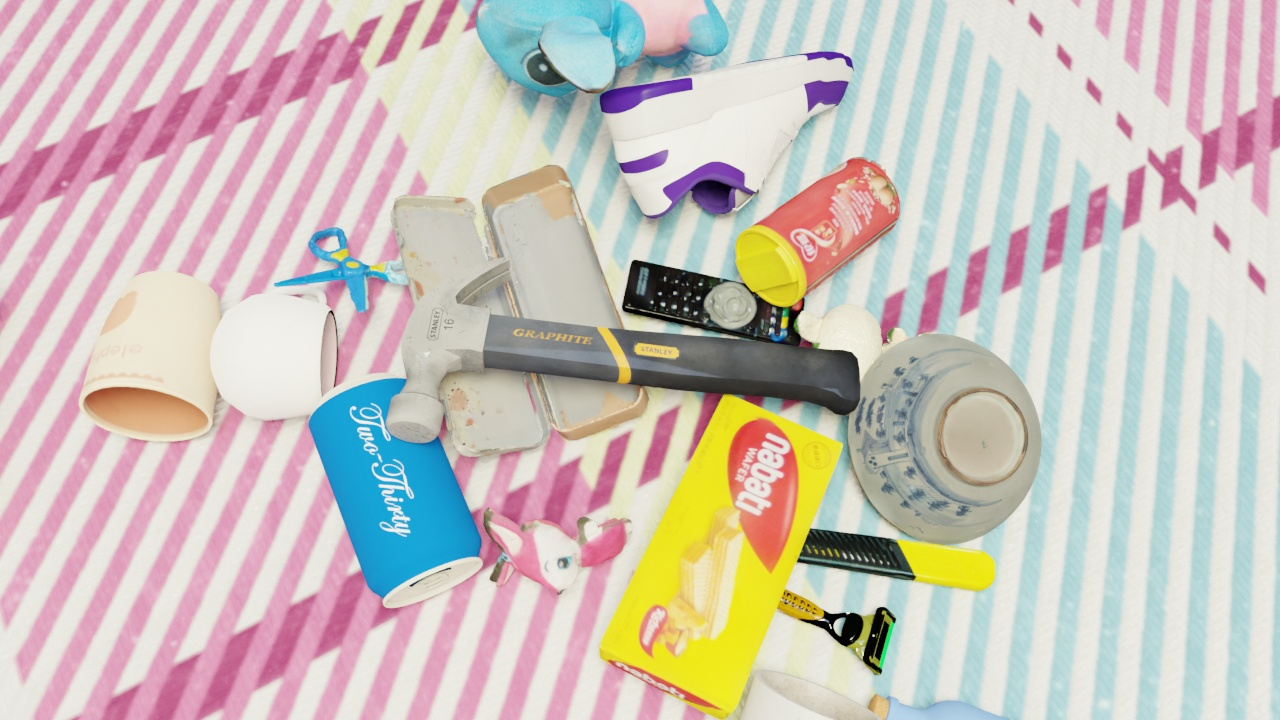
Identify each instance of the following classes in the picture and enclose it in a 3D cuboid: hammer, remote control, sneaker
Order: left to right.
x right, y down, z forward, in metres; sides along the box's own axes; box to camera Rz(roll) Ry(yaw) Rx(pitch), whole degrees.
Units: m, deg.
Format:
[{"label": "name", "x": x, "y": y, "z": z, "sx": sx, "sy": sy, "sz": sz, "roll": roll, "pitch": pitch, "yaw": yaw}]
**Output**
[{"label": "hammer", "x": -0.004, "y": 0.004, "z": 0.629, "sx": 0.312, "sy": 0.035, "sz": 0.139, "roll": 7, "pitch": 59, "yaw": -3}, {"label": "remote control", "x": 0.057, "y": -0.043, "z": 0.715, "sx": 0.140, "sy": 0.021, "sz": 0.045, "roll": 12, "pitch": 66, "yaw": -1}, {"label": "sneaker", "x": 0.083, "y": -0.178, "z": 0.731, "sx": 0.243, "sy": 0.092, "sz": 0.111, "roll": -21, "pitch": 111, "yaw": -30}]

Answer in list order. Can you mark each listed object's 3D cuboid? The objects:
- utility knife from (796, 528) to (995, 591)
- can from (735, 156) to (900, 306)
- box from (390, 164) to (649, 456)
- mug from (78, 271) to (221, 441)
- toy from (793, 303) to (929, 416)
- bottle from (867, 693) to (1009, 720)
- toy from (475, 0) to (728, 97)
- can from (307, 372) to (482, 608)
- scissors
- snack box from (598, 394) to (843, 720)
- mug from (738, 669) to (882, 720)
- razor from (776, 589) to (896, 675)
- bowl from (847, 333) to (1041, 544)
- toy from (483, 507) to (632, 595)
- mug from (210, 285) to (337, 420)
[{"label": "utility knife", "x": 0.132, "y": 0.132, "z": 0.648, "sx": 0.234, "sy": 0.020, "sz": 0.028, "roll": 9, "pitch": 63, "yaw": 1}, {"label": "can", "x": 0.137, "y": -0.099, "z": 0.705, "sx": 0.124, "sy": 0.067, "sz": 0.066, "roll": -36, "pitch": 73, "yaw": -23}, {"label": "box", "x": -0.093, "y": -0.040, "z": 0.688, "sx": 0.156, "sy": 0.071, "sz": 0.216, "roll": -11, "pitch": 69, "yaw": -24}, {"label": "mug", "x": -0.356, "y": -0.002, "z": 0.663, "sx": 0.112, "sy": 0.085, "sz": 0.104, "roll": -18, "pitch": 57, "yaw": 23}, {"label": "toy", "x": 0.160, "y": -0.001, "z": 0.684, "sx": 0.112, "sy": 0.050, "sz": 0.087, "roll": 2, "pitch": 72, "yaw": -15}, {"label": "bottle", "x": 0.211, "y": 0.247, "z": 0.589, "sx": 0.131, "sy": 0.048, "sz": 0.048, "roll": 20, "pitch": 69, "yaw": 6}, {"label": "toy", "x": -0.029, "y": -0.256, "z": 0.716, "sx": 0.191, "sy": 0.099, "sz": 0.224, "roll": -8, "pitch": 24, "yaw": -19}, {"label": "can", "x": -0.167, "y": 0.086, "z": 0.626, "sx": 0.079, "sy": 0.079, "sz": 0.146, "roll": -24, "pitch": 71, "yaw": -10}, {"label": "scissors", "x": -0.213, "y": -0.068, "z": 0.698, "sx": 0.130, "sy": 0.014, "sz": 0.125, "roll": -4, "pitch": 37, "yaw": -21}, {"label": "snack box", "x": 0.057, "y": 0.126, "z": 0.616, "sx": 0.092, "sy": 0.042, "sz": 0.200, "roll": 24, "pitch": 64, "yaw": 11}, {"label": "mug", "x": 0.097, "y": 0.251, "z": 0.535, "sx": 0.083, "sy": 0.120, "sz": 0.096, "roll": 20, "pitch": 86, "yaw": -14}, {"label": "razor", "x": 0.103, "y": 0.166, "z": 0.633, "sx": 0.144, "sy": 0.021, "sz": 0.043, "roll": 24, "pitch": 56, "yaw": 7}, {"label": "bowl", "x": 0.224, "y": 0.054, "z": 0.639, "sx": 0.150, "sy": 0.057, "sz": 0.150, "roll": 1, "pitch": 85, "yaw": -11}, {"label": "toy", "x": -0.055, "y": 0.130, "z": 0.618, "sx": 0.102, "sy": 0.066, "sz": 0.050, "roll": -6, "pitch": 45, "yaw": -1}, {"label": "mug", "x": -0.262, "y": -0.014, "z": 0.665, "sx": 0.076, "sy": 0.090, "sz": 0.123, "roll": 2, "pitch": 44, "yaw": -9}]
